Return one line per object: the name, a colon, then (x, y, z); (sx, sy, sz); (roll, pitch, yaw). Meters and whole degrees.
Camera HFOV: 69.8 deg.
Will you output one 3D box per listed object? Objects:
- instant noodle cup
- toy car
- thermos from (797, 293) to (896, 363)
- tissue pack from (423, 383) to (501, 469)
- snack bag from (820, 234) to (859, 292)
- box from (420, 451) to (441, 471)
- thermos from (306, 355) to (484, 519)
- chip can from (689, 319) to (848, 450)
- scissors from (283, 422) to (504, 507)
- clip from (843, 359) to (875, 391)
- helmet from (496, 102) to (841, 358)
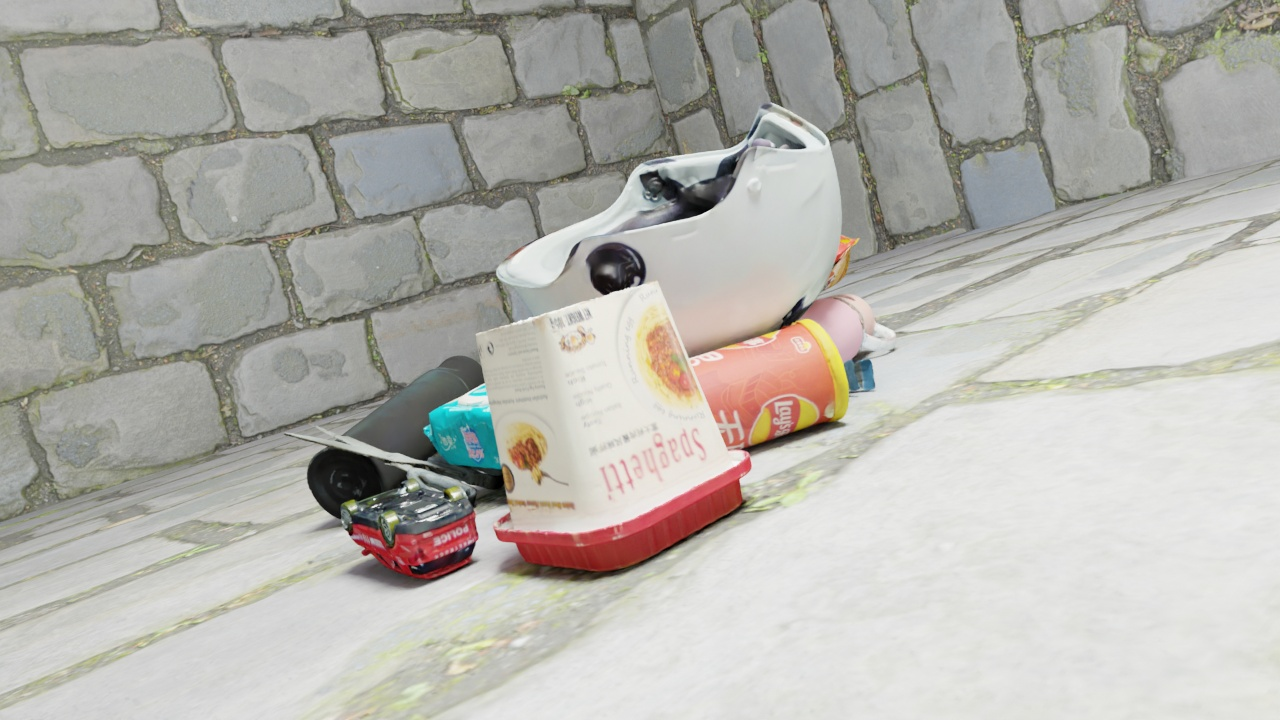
instant noodle cup: (-0.021, 0.031, 0.478); (0.116, 0.124, 0.117); (-20, 6, -39)
toy car: (-0.138, 0.100, 0.545); (0.052, 0.045, 0.121); (-17, 9, -33)
thermos: (0.158, -0.012, 0.801); (0.087, 0.067, 0.198); (21, 22, 27)
tissue pack: (-0.095, 0.040, 0.691); (0.093, 0.050, 0.134); (-31, 17, -37)
snack bag: (0.136, -0.077, 0.847); (0.129, 0.073, 0.207); (-21, 7, 27)
box: (-0.221, 0.097, 0.937); (0.069, 0.051, 0.163); (3, 15, 31)
thermos: (-0.202, 0.063, 0.851); (0.090, 0.068, 0.242); (12, 22, 11)
chip can: (0.022, 0.036, 0.594); (0.216, 0.073, 0.073); (-17, 5, -9)
scissors: (-0.187, 0.079, 0.717); (0.162, 0.014, 0.165); (3, 15, -35)
clip: (0.154, 0.014, 0.700); (0.038, 0.026, 0.058); (-9, -4, -23)
helmet: (0.036, -0.070, 0.688); (0.259, 0.146, 0.228); (-25, 17, 15)
